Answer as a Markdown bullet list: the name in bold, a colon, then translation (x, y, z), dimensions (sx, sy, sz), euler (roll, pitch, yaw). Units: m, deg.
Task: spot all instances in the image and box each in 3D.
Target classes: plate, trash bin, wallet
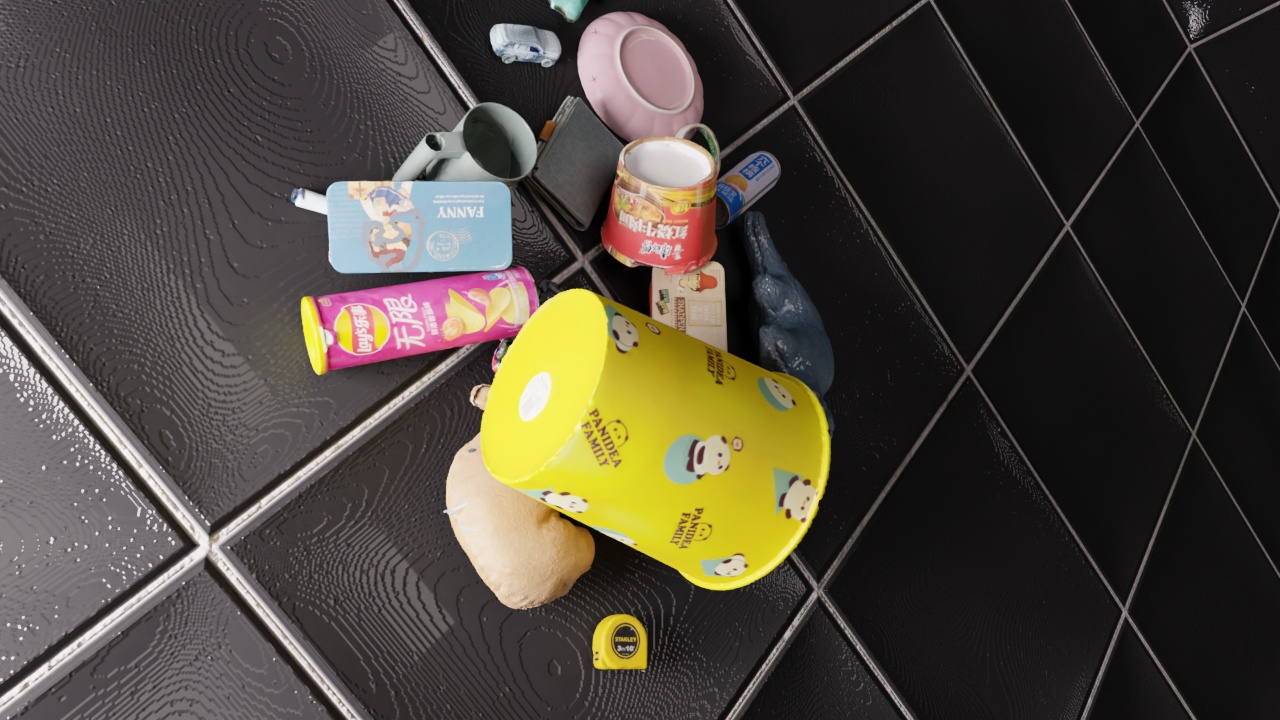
- **plate**: translation (0.011, -0.363, 1.170), dimensions (0.192, 0.039, 0.192), euler (12, 69, -33)
- **trash bin**: translation (0.008, 0.069, 0.858), dimensions (0.255, 0.230, 0.229), euler (28, 61, -33)
- **wallet**: translation (-0.078, -0.231, 1.068), dimensions (0.106, 0.037, 0.129), euler (43, 56, -30)

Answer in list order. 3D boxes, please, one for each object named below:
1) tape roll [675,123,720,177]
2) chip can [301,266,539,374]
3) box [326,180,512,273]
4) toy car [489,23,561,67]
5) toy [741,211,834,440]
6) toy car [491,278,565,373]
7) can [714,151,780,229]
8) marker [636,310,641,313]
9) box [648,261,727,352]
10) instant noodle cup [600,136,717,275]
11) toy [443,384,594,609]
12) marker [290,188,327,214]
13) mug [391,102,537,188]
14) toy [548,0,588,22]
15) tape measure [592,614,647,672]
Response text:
- **tape roll**: translation (0.072, -0.260, 1.179), dimensions (0.085, 0.014, 0.086), euler (-7, 100, -47)
- **chip can**: translation (-0.205, -0.042, 0.868), dimensions (0.210, 0.072, 0.071), euler (-12, 83, -26)
- **box**: translation (-0.203, -0.128, 0.876), dimensions (0.184, 0.059, 0.090), euler (-4, 102, -8)
- **toy car**: translation (-0.132, -0.373, 1.075), dimensions (0.090, 0.034, 0.043), euler (-6, 76, -38)
- **toy**: translation (0.182, -0.027, 1.127), dimensions (0.138, 0.091, 0.355), euler (59, 17, -49)
- **toy car**: translation (-0.115, -0.028, 0.970), dimensions (0.053, 0.045, 0.120), euler (34, 64, -20)
- **can**: translation (0.130, -0.225, 1.204), dimensions (0.134, 0.053, 0.053), euler (-42, 101, -37)
- **marker**: translation (-0.006, 0.006, 1.053), dimensions (0.022, 0.020, 0.132), euler (3, 73, -13)
- **box**: translation (0.055, -0.024, 1.069), dimensions (0.091, 0.077, 0.168), euler (1, 73, -4)
- **instant noodle cup**: translation (0.027, -0.183, 1.044), dimensions (0.138, 0.109, 0.137), euler (3, 43, -3)
- **toy**: translation (-0.128, 0.129, 0.895), dimensions (0.143, 0.083, 0.226), euler (-16, 82, -53)
- **marker**: translation (-0.277, -0.143, 0.905), dimensions (0.130, 0.022, 0.018), euler (14, 107, -33)
- **mug**: translation (-0.183, -0.203, 0.940), dimensions (0.123, 0.104, 0.083), euler (-10, 82, -37)
- **toy**: translation (-0.088, -0.459, 1.137), dimensions (0.096, 0.030, 0.091), euler (31, 57, -18)
- **tape measure**: translation (-0.022, 0.291, 0.946), dimensions (0.060, 0.029, 0.057), euler (12, 70, -33)
